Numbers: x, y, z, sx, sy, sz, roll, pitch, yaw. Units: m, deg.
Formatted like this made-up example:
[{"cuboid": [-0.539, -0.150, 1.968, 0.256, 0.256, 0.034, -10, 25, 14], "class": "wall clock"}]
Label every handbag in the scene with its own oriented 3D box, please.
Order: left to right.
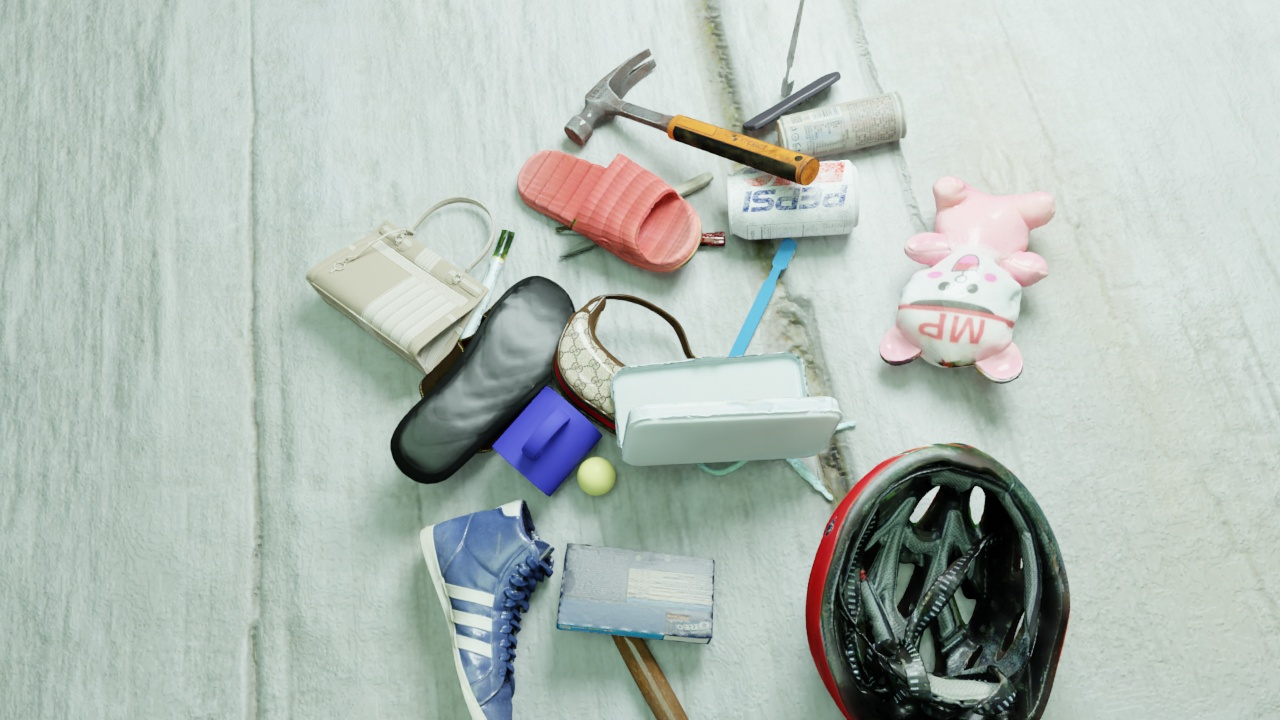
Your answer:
[{"cuboid": [-0.245, -0.108, 1.048, 0.176, 0.062, 0.197, 33, 72, 20], "class": "handbag"}, {"cuboid": [-0.006, 0.006, 0.958, 0.166, 0.063, 0.138, 34, 73, -2], "class": "handbag"}]

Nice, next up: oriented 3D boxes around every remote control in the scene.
[{"cuboid": [0.175, -0.296, 1.051, 0.124, 0.046, 0.009, -31, 109, -3], "class": "remote control"}]

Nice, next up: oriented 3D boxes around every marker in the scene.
[{"cuboid": [-0.175, -0.083, 1.046, 0.017, 0.017, 0.146, 15, 75, 13], "class": "marker"}]

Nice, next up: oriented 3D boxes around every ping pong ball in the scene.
[{"cuboid": [-0.046, 0.120, 0.951, 0.040, 0.040, 0.040, -2, 72, 8], "class": "ping pong ball"}]

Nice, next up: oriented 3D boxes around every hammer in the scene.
[{"cuboid": [0.039, 0.351, 0.871, 0.115, 0.033, 0.323, -33, 70, -1], "class": "hammer"}, {"cuboid": [0.065, -0.260, 1.009, 0.315, 0.035, 0.137, 29, 76, 34], "class": "hammer"}]

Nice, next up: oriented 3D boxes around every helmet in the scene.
[{"cuboid": [0.253, 0.208, 0.809, 0.217, 0.167, 0.271, 14, 81, -3], "class": "helmet"}]

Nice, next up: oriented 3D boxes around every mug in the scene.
[{"cuboid": [-0.095, 0.081, 0.933, 0.079, 0.111, 0.083, 41, 82, 6], "class": "mug"}]

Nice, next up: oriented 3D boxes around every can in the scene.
[{"cuboid": [0.164, -0.173, 0.992, 0.136, 0.078, 0.078, -2, 72, 8], "class": "can"}, {"cuboid": [0.223, -0.259, 1.023, 0.136, 0.054, 0.054, -12, 71, 4], "class": "can"}]

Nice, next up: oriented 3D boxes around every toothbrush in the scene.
[{"cuboid": [0.130, -0.058, 0.998, 0.016, 0.014, 0.166, 24, 82, 15], "class": "toothbrush"}, {"cuboid": [0.167, -0.337, 0.989, 0.010, 0.182, 0.010, -34, 76, -7], "class": "toothbrush"}]

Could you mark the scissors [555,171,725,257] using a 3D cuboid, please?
[{"cuboid": [0.010, -0.156, 1.043, 0.187, 0.015, 0.179, 33, 82, 17], "class": "scissors"}]

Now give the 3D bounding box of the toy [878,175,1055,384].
[{"cuboid": [0.335, -0.082, 0.935, 0.142, 0.084, 0.212, 14, 74, 15], "class": "toy"}]

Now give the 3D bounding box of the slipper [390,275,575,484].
[{"cuboid": [-0.164, 0.021, 0.985, 0.113, 0.076, 0.267, 37, 68, -1], "class": "slipper"}]

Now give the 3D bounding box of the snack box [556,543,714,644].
[{"cuboid": [-0.003, 0.228, 0.895, 0.150, 0.027, 0.082, 7, 59, 0], "class": "snack box"}]

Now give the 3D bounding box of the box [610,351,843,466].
[{"cuboid": [0.076, 0.033, 0.906, 0.215, 0.107, 0.124, -1, 53, -10], "class": "box"}]

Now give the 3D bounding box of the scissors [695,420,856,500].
[{"cuboid": [0.134, 0.084, 0.952, 0.167, 0.023, 0.171, -36, 71, -9], "class": "scissors"}]

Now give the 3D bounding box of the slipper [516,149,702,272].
[{"cuboid": [-0.040, -0.182, 1.023, 0.249, 0.059, 0.103, 29, 78, 24], "class": "slipper"}]

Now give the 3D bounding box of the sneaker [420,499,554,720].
[{"cuboid": [-0.124, 0.248, 0.901, 0.118, 0.091, 0.233, -24, 63, -2], "class": "sneaker"}]
